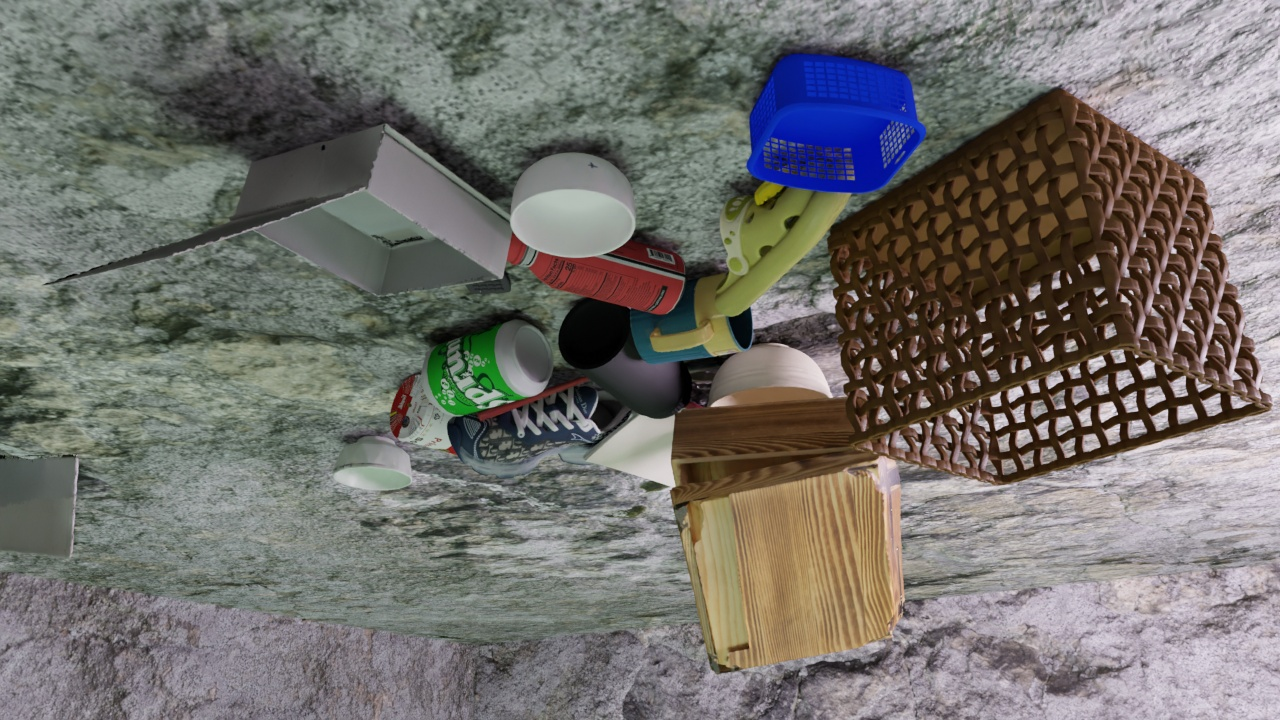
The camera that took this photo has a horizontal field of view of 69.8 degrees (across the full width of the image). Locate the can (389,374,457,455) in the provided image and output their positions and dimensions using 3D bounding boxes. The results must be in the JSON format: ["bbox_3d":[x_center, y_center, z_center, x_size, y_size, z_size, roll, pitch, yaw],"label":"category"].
[{"bbox_3d":[-0.251,0.075,1.188,0.087,0.086,0.116,-21,149,38],"label":"can"}]

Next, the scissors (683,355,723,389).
[{"bbox_3d":[0.037,0.021,1.163,0.154,0.012,0.163,22,146,-39],"label":"scissors"}]

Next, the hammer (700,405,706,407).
[{"bbox_3d":[0.150,0.097,1.312,0.305,0.040,0.133,15,148,-30],"label":"hammer"}]

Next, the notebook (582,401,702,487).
[{"bbox_3d":[0.044,0.112,1.230,0.153,0.012,0.208,-40,141,22],"label":"notebook"}]

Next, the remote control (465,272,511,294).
[{"bbox_3d":[-0.160,-0.097,0.904,0.046,0.009,0.124,-2,156,3],"label":"remote control"}]

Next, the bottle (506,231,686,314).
[{"bbox_3d":[-0.046,-0.091,0.857,0.176,0.062,0.062,12,153,-27],"label":"bottle"}]

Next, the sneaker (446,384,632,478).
[{"bbox_3d":[-0.110,0.071,1.154,0.268,0.103,0.133,1,148,-44],"label":"sneaker"}]

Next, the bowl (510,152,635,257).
[{"bbox_3d":[-0.055,-0.135,0.770,0.105,0.054,0.105,2,156,1],"label":"bowl"}]

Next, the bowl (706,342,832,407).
[{"bbox_3d":[0.153,0.026,1.103,0.151,0.075,0.151,0,156,0],"label":"bowl"}]

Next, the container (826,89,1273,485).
[{"bbox_3d":[0.332,-0.042,0.787,0.219,0.213,0.252,15,151,-31],"label":"container"}]

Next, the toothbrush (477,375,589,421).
[{"bbox_3d":[-0.105,0.039,1.106,0.189,0.016,0.016,-19,-177,-21],"label":"toothbrush"}]

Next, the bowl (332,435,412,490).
[{"bbox_3d":[-0.401,0.151,1.383,0.117,0.061,0.117,-1,156,0],"label":"bowl"}]

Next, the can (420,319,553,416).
[{"bbox_3d":[-0.175,0.010,1.045,0.140,0.087,0.087,-16,152,30],"label":"can"}]

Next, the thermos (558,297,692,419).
[{"bbox_3d":[-0.006,0.006,1.042,0.086,0.086,0.198,-12,153,23],"label":"thermos"}]

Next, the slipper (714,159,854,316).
[{"bbox_3d":[0.111,-0.116,0.802,0.081,0.091,0.191,42,138,2],"label":"slipper"}]

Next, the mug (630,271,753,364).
[{"bbox_3d":[0.047,-0.037,0.929,0.107,0.083,0.113,-8,-162,23],"label":"mug"}]

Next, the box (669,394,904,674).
[{"bbox_3d":[0.175,0.201,1.068,0.245,0.167,0.279,-7,121,7],"label":"box"}]

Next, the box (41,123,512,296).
[{"bbox_3d":[-0.299,-0.111,0.642,0.167,0.119,0.477,-5,179,33],"label":"box"}]

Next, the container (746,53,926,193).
[{"bbox_3d":[0.140,-0.176,0.676,0.114,0.058,0.096,5,155,-12],"label":"container"}]
